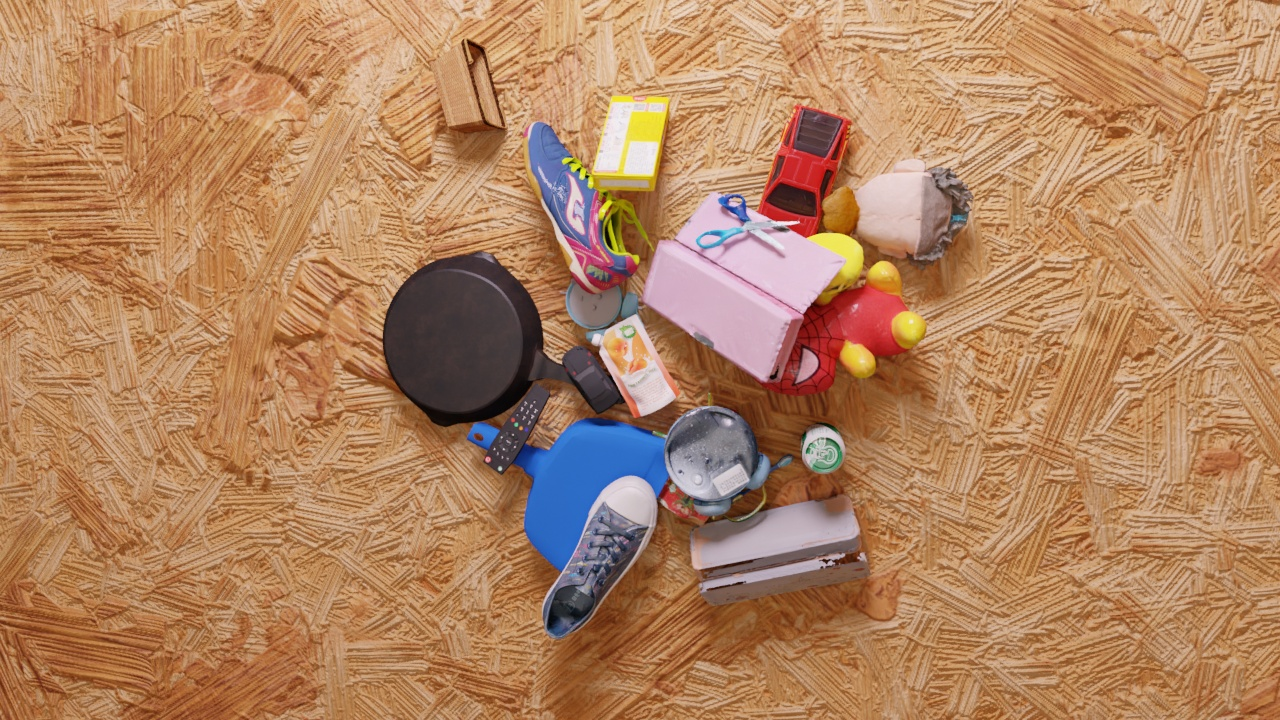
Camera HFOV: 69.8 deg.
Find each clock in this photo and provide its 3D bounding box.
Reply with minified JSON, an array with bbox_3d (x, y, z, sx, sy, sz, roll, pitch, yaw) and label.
[{"bbox_3d":[-0.046,-0.064,1.196,0.087,0.042,0.123,-43,85,10],"label":"clock"},{"bbox_3d":[0.096,0.130,1.149,0.118,0.060,0.162,-32,90,-2],"label":"clock"}]

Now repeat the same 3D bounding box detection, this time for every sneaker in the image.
[{"bbox_3d":[-0.052,0.258,1.164,0.087,0.079,0.236,30,99,-2],"label":"sneaker"},{"bbox_3d":[-0.069,-0.205,1.160,0.091,0.116,0.241,-27,80,19],"label":"sneaker"}]

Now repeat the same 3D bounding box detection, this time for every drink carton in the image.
[{"bbox_3d":[-0.007,0.007,1.186,0.069,0.039,0.122,-28,100,2],"label":"drink carton"}]

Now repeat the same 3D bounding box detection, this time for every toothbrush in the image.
[{"bbox_3d":[0.143,0.161,1.196,0.132,0.016,0.021,-35,84,10],"label":"toothbrush"}]

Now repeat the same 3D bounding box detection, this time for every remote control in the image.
[{"bbox_3d":[-0.159,0.089,1.197,0.039,0.010,0.125,33,92,18],"label":"remote control"}]

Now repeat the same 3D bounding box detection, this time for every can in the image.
[{"bbox_3d":[0.225,0.108,1.134,0.053,0.101,0.053,1,95,10],"label":"can"}]

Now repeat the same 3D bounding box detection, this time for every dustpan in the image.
[{"bbox_3d":[-0.114,0.157,1.219,0.257,0.059,0.246,27,99,-3],"label":"dustpan"}]

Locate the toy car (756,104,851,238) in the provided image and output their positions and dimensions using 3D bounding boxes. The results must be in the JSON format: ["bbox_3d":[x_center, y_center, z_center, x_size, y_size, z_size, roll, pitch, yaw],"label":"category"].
[{"bbox_3d":[0.196,-0.216,1.137,0.081,0.056,0.189,19,100,9],"label":"toy car"}]

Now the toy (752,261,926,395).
[{"bbox_3d":[0.229,-0.028,1.118,0.216,0.099,0.147,-23,53,9],"label":"toy"}]

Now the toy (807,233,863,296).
[{"bbox_3d":[0.219,-0.116,1.095,0.095,0.041,0.094,-23,47,5],"label":"toy"}]

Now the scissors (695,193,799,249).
[{"bbox_3d":[0.132,-0.171,1.108,0.132,0.015,0.109,-1,55,25],"label":"scissors"}]

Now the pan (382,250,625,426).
[{"bbox_3d":[-0.186,-0.007,1.224,0.356,0.043,0.249,18,98,8],"label":"pan"}]

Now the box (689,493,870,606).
[{"bbox_3d":[0.175,0.240,1.176,0.216,0.094,0.107,-14,68,11],"label":"box"}]

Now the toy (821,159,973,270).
[{"bbox_3d":[0.307,-0.178,1.110,0.176,0.076,0.133,5,109,7],"label":"toy"}]

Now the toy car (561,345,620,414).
[{"bbox_3d":[-0.065,0.024,1.183,0.042,0.036,0.091,-34,95,2],"label":"toy car"}]

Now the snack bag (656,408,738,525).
[{"bbox_3d":[0.085,0.132,1.197,0.087,0.044,0.155,30,93,7],"label":"snack bag"}]

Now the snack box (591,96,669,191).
[{"bbox_3d":[-0.010,-0.270,1.134,0.075,0.025,0.152,4,53,9],"label":"snack box"}]

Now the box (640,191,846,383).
[{"bbox_3d":[0.110,-0.097,1.105,0.233,0.059,0.179,35,101,39],"label":"box"}]

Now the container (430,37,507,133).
[{"bbox_3d":[-0.225,-0.351,1.196,0.061,0.063,0.114,-15,92,18],"label":"container"}]
